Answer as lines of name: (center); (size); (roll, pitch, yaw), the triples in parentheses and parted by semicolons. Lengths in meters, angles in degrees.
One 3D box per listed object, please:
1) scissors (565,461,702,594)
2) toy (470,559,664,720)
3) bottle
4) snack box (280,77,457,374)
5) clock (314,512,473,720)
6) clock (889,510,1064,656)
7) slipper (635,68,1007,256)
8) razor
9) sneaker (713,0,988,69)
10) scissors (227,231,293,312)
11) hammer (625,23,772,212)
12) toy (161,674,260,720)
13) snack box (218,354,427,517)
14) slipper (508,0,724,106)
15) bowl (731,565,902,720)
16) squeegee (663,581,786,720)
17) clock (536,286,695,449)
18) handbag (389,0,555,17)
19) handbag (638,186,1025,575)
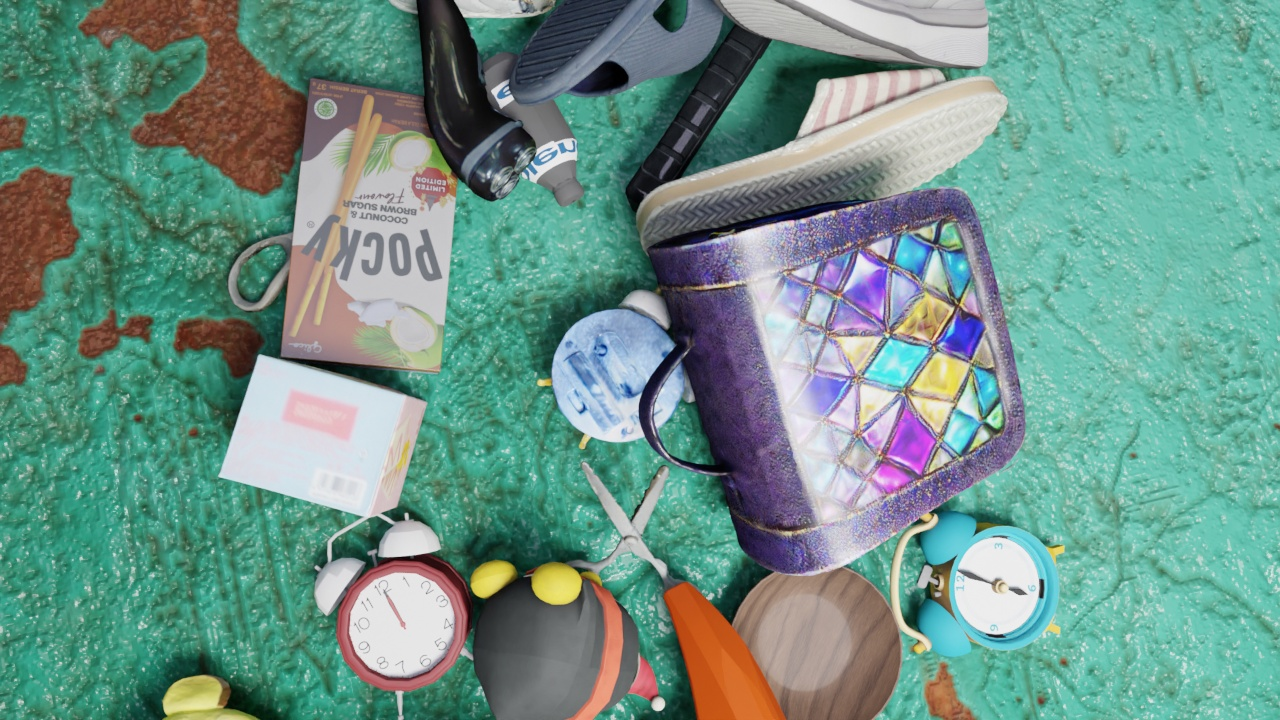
scissors: (0.006, 0.124, 0.598); (0.165, 0.014, 0.142); (35, 128, -18)
toy: (-0.047, 0.184, 0.587); (0.119, 0.098, 0.099); (26, 65, -42)
bottle: (-0.074, -0.159, 0.639); (0.047, 0.047, 0.112); (-29, 88, -7)
snack box: (-0.179, -0.088, 0.622); (0.101, 0.032, 0.186); (5, 84, -14)
clock: (-0.159, 0.162, 0.604); (0.087, 0.044, 0.124); (-30, 89, -7)
clock: (0.234, 0.156, 0.638); (0.129, 0.044, 0.099); (6, 84, -11)
slipper: (0.118, -0.139, 0.624); (0.263, 0.115, 0.052); (-20, 68, -5)
razor: (-0.110, -0.175, 0.599); (0.064, 0.053, 0.140); (-15, 90, 1)
sneaker: (0.146, -0.257, 0.574); (0.262, 0.097, 0.129); (-10, 113, -41)
scissors: (-0.211, -0.084, 0.639); (0.163, 0.012, 0.153); (-30, 90, -11)
hammer: (0.089, -0.245, 0.637); (0.025, 0.118, 0.333); (33, 89, 7)
toy: (-0.298, 0.297, 0.562); (0.214, 0.084, 0.149); (-36, 96, -8)
snack box: (-0.197, 0.048, 0.586); (0.093, 0.095, 0.079); (16, 83, -3)
slipper: (0.021, -0.244, 0.630); (0.263, 0.101, 0.082); (-51, 124, -21)
bowl: (0.116, 0.196, 0.629); (0.119, 0.032, 0.119); (0, 85, -5)
squeegee: (0.060, 0.220, 0.555); (0.249, 0.055, 0.184); (2, 50, -41)
clock: (-0.004, 0.004, 0.627); (0.125, 0.052, 0.089); (-32, 87, -7)
handbag: (-0.115, -0.336, 0.618); (0.139, 0.072, 0.195); (5, 90, 8)
handbag: (0.105, 0.006, 0.574); (0.221, 0.125, 0.205); (-21, 101, -14)
